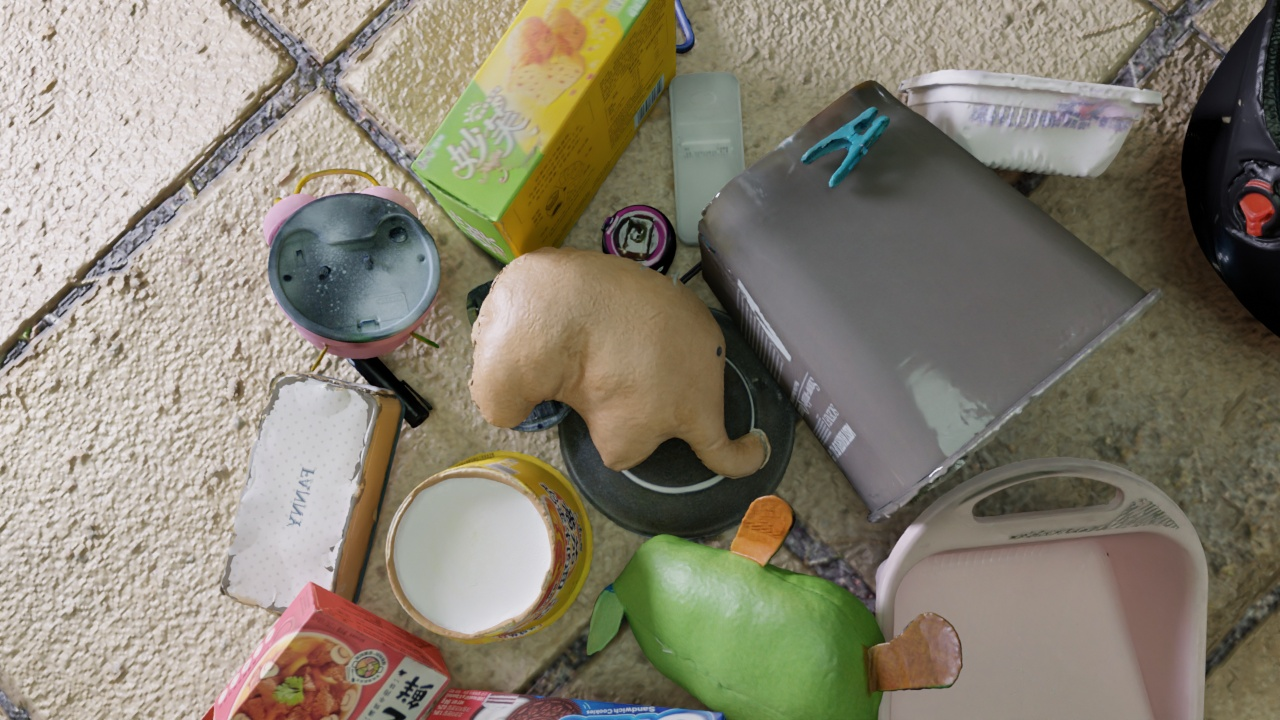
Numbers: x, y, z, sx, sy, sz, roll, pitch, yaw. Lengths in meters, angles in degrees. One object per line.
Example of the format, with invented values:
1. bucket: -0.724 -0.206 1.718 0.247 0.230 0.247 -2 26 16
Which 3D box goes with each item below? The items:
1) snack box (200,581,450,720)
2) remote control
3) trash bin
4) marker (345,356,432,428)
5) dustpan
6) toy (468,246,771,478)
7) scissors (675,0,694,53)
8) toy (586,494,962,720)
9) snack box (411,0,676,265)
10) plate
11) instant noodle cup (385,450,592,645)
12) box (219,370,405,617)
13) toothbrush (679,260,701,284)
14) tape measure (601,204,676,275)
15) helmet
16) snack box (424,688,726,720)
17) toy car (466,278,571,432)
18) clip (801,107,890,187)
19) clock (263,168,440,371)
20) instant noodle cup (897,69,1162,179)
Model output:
1. snack box: -0.212 0.231 0.615 0.113 0.044 0.127 39 87 -29
2. remote control: 0.052 -0.156 0.709 0.056 0.020 0.136 -4 83 3
3. trash bin: 0.164 -0.038 0.607 0.198 0.199 0.219 -39 76 -6
4. marker: -0.209 -0.002 0.696 0.132 0.020 0.022 44 81 8
5. dustpan: 0.252 0.203 0.585 0.222 0.139 0.273 -8 80 0
6. toy: -0.004 0.004 0.631 0.226 0.082 0.143 21 95 -2
7. scissors: 0.025 -0.326 0.742 0.162 0.012 0.175 -7 80 2
8. toy: 0.079 0.183 0.588 0.247 0.089 0.227 21 119 33
9. snack box: -0.057 -0.174 0.647 0.070 0.158 0.210 33 84 7
10. plate: 0.026 0.042 0.678 0.179 0.024 0.179 0 81 2
11. instant noodle cup: -0.105 0.128 0.626 0.138 0.110 0.138 0 82 2
12. box: -0.233 0.102 0.654 0.090 0.059 0.184 16 91 5
13. toothbrush: 0.064 -0.084 0.683 0.189 0.014 0.017 -41 104 -4
14. tape measure: -0.001 -0.088 0.691 0.057 0.039 0.057 10 81 4
15. helmet: 0.472 -0.125 0.583 0.233 0.231 0.274 -38 82 -19
16. snack box: -0.043 0.259 0.591 0.208 0.057 0.058 -3 111 21
17. toy car: -0.090 -0.005 0.683 0.054 0.037 0.120 -20 82 -2
18. clip: 0.124 -0.128 0.543 0.055 0.013 0.038 -41 69 -3
19. clock: -0.212 -0.075 0.674 0.117 0.060 0.158 -12 74 -19
20. instant noodle cup: 0.256 -0.162 0.639 0.138 0.173 0.060 7 103 3
